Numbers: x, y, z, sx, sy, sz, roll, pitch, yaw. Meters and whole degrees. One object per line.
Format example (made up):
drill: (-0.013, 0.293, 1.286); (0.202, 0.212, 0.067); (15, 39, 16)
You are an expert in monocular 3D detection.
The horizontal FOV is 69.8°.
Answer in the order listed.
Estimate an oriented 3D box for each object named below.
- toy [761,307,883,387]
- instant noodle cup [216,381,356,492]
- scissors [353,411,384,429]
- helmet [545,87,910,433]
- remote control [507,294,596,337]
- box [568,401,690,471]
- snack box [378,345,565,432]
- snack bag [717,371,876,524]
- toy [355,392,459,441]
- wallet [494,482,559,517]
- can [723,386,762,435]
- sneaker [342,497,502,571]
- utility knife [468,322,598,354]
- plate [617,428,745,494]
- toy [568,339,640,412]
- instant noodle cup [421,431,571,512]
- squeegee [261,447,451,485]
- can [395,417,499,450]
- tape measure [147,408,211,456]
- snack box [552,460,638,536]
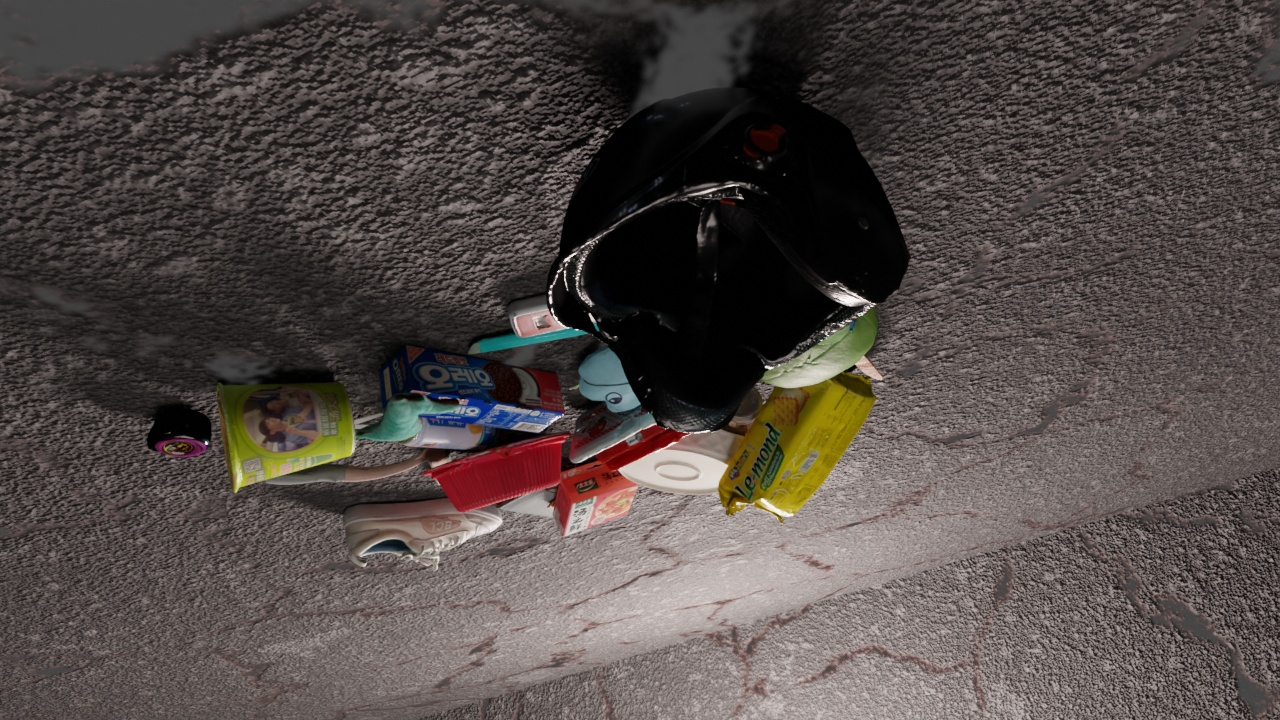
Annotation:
toy: (0.171, -0.023, 1.007); (0.227, 0.089, 0.247); (22, 158, -18)
instant noodle cup: (-0.364, 0.070, 0.950); (0.123, 0.111, 0.112); (-8, 154, -27)
scissors: (-0.368, 0.080, 1.053); (0.162, 0.012, 0.164); (14, 146, -37)
helmet: (0.059, -0.090, 0.689); (0.274, 0.229, 0.234); (11, 145, -28)
remote control: (-0.066, -0.053, 0.936); (0.136, 0.020, 0.056); (-12, 153, -3)
box: (0.001, 0.074, 1.130); (0.202, 0.095, 0.098); (-30, -178, 28)
snack box: (-0.181, 0.036, 1.013); (0.207, 0.058, 0.057); (12, 144, -42)
snack bag: (0.212, 0.108, 1.219); (0.158, 0.068, 0.247); (18, 106, -48)
toy: (-0.236, 0.056, 0.933); (0.096, 0.030, 0.092); (-3, 153, -27)
wallet: (-0.141, 0.212, 1.409); (0.107, 0.037, 0.129); (-28, 151, 27)
can: (0.131, 0.078, 1.247); (0.058, 0.058, 0.116); (-11, 154, -6)
sneaker: (-0.314, 0.260, 1.360); (0.241, 0.090, 0.090); (3, 150, -32)
utility knife: (-0.093, -0.030, 0.976); (0.187, 0.013, 0.029); (-10, 155, -3)
plate: (0.054, 0.136, 1.267); (0.205, 0.045, 0.205); (7, 154, 4)
toy: (-0.006, 0.006, 1.046); (0.156, 0.049, 0.162); (-5, 139, 0)
instant noodle cup: (-0.173, 0.144, 1.161); (0.194, 0.066, 0.194); (-16, 175, -2)
squeegee: (-0.361, 0.134, 1.146); (0.249, 0.040, 0.248); (-7, 153, -12)
can: (-0.224, 0.074, 1.052); (0.053, 0.053, 0.134); (-27, 160, 25)
tape measure: (-0.484, 0.075, 0.968); (0.057, 0.039, 0.057); (12, 145, -33)
snack box: (-0.066, 0.199, 1.366); (0.113, 0.044, 0.127); (-16, 148, -23)
